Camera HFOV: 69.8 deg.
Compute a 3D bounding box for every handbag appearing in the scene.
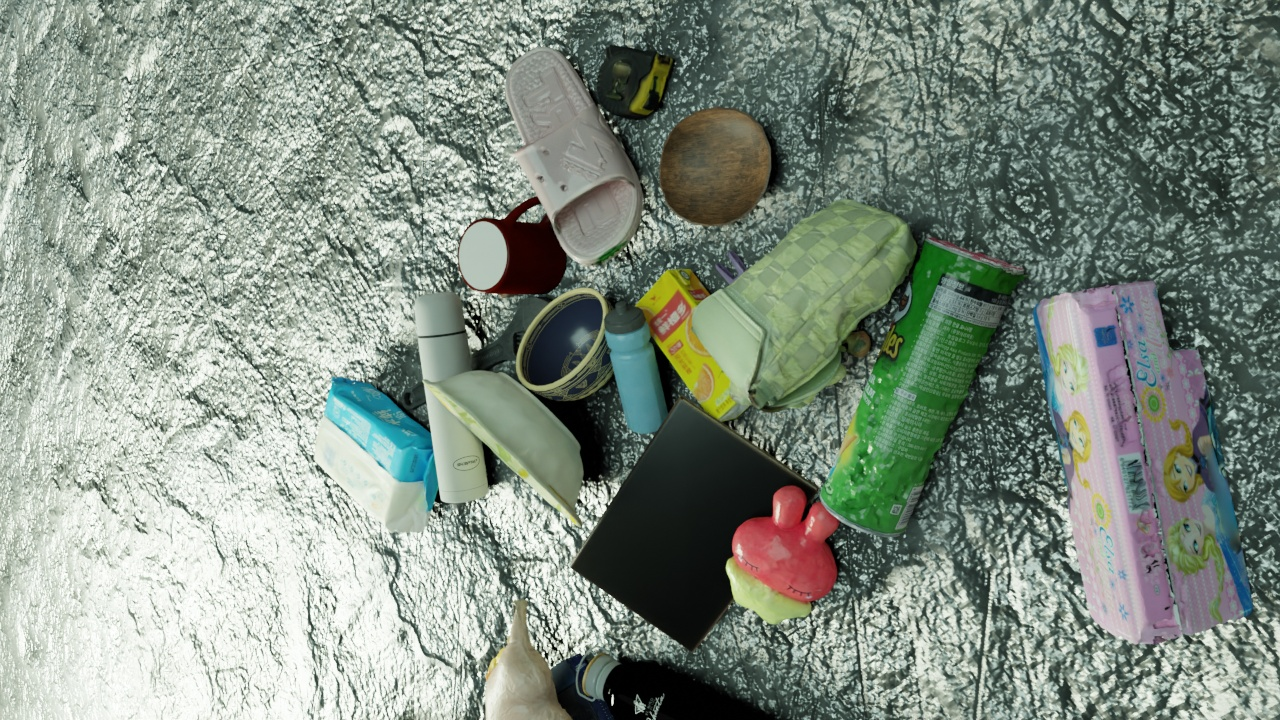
[{"bbox_3d":[0.137,-0.035,0.720,0.186,0.117,0.113,-42,38,6],"label":"handbag"}]

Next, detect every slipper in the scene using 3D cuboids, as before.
[{"bbox_3d":[-0.072,-0.205,0.871,0.094,0.064,0.239,-27,72,12],"label":"slipper"}]

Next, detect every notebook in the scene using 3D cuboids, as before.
[{"bbox_3d":[0.042,0.151,0.823,0.141,0.008,0.210,34,114,5],"label":"notebook"}]

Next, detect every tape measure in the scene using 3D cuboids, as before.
[{"bbox_3d":[-0.011,-0.258,0.853,0.067,0.038,0.063,24,107,32],"label":"tape measure"}]

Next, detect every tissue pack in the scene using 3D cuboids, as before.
[{"bbox_3d":[-0.312,0.107,1.080,0.209,0.065,0.117,29,110,33],"label":"tissue pack"}]

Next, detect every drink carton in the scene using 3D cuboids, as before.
[{"bbox_3d":[0.055,-0.015,0.817,0.059,0.042,0.134,-48,68,30],"label":"drink carton"}]

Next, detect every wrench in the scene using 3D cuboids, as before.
[{"bbox_3d":[-0.180,0.002,1.007,0.274,0.018,0.073,-25,79,36],"label":"wrench"}]

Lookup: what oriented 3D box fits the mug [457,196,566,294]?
[{"bbox_3d":[-0.122,-0.117,0.915,0.073,0.082,0.106,40,114,28],"label":"mug"}]

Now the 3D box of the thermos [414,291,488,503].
[{"bbox_3d":[-0.204,0.039,0.987,0.052,0.052,0.224,0,100,36],"label":"thermos"}]

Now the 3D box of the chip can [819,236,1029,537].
[{"bbox_3d":[0.207,0.023,0.690,0.075,0.075,0.223,30,109,31],"label":"chip can"}]

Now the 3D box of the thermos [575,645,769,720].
[{"bbox_3d":[0.032,0.324,0.843,0.232,0.061,0.061,13,101,35],"label":"thermos"}]

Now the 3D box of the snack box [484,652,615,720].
[{"bbox_3d":[-0.096,0.375,0.962,0.151,0.027,0.082,-40,69,30],"label":"snack box"}]

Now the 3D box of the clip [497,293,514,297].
[{"bbox_3d":[-0.155,-0.094,0.967,0.025,0.043,0.061,-36,67,34],"label":"clip"}]

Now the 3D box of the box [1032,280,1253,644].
[{"bbox_3d":[0.338,0.063,0.607,0.097,0.085,0.230,-9,86,4],"label":"box"}]

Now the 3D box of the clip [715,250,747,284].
[{"bbox_3d":[0.090,-0.074,0.807,0.036,0.013,0.053,-31,77,34],"label":"clip"}]

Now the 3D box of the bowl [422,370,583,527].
[{"bbox_3d":[-0.117,0.069,0.893,0.219,0.188,0.060,38,77,24],"label":"bowl"}]

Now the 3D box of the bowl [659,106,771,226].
[{"bbox_3d":[0.070,-0.168,0.807,0.114,0.026,0.102,9,99,36],"label":"bowl"}]

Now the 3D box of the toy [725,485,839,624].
[{"bbox_3d":[0.121,0.165,0.770,0.091,0.045,0.135,30,120,11],"label":"toy"}]

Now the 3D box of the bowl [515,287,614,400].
[{"bbox_3d":[-0.058,-0.006,0.881,0.113,0.061,0.112,-26,44,28],"label":"bowl"}]

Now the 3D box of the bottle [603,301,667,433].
[{"bbox_3d":[-0.005,0.005,0.830,0.040,0.040,0.130,12,129,35],"label":"bottle"}]

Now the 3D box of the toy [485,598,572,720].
[{"bbox_3d":[-0.160,0.384,0.960,0.265,0.065,0.196,-40,61,38],"label":"toy"}]
